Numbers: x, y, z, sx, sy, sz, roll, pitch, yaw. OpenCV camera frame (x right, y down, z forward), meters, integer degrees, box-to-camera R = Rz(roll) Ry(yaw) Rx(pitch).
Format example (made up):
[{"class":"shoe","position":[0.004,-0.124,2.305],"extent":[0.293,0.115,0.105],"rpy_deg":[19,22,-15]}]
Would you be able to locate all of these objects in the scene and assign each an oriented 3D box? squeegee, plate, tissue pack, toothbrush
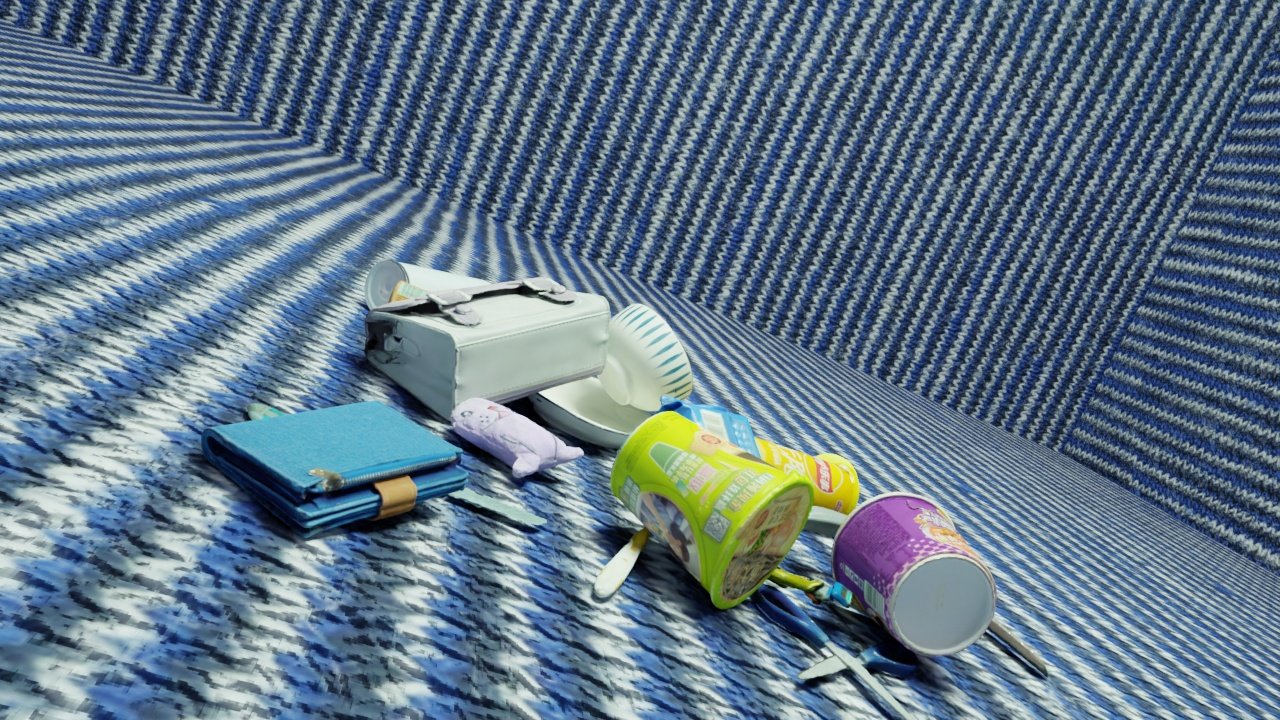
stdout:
[{"class":"squeegee","position":[0.225,0.173,0.847],"extent":[0.249,0.040,0.247],"rpy_deg":[28,7,-30]},{"class":"plate","position":[-0.055,0.053,0.963],"extent":[0.164,0.034,0.164],"rpy_deg":[31,13,39]},{"class":"tissue pack","position":[0.067,0.104,0.806],"extent":[0.094,0.052,0.157],"rpy_deg":[17,46,-42]},{"class":"toothbrush","position":[-0.005,0.140,0.673],"extent":[0.016,0.018,0.191],"rpy_deg":[23,12,10]}]

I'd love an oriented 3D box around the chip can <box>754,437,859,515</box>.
[{"class":"chip can","position":[0.118,0.115,0.932],"extent":[0.213,0.072,0.072],"rpy_deg":[18,11,-24]}]

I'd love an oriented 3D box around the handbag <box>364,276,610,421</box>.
[{"class":"handbag","position":[-0.145,-0.025,0.884],"extent":[0.145,0.098,0.196],"rpy_deg":[17,21,37]}]

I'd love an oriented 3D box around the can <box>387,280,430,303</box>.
[{"class":"can","position":[-0.208,-0.036,1.012],"extent":[0.146,0.058,0.058],"rpy_deg":[21,10,-12]}]

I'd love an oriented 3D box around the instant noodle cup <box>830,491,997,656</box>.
[{"class":"instant noodle cup","position":[0.217,0.170,0.714],"extent":[0.111,0.111,0.099],"rpy_deg":[22,7,-11]}]

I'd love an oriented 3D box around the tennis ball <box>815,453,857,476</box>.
[{"class":"tennis ball","position":[0.213,0.138,1.040],"extent":[0.065,0.065,0.065],"rpy_deg":[23,10,-4]}]

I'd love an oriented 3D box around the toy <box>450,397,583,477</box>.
[{"class":"toy","position":[-0.112,0.064,0.758],"extent":[0.108,0.039,0.083],"rpy_deg":[29,20,25]}]

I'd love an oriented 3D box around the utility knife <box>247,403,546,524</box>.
[{"class":"utility knife","position":[-0.169,0.073,0.639],"extent":[0.223,0.013,0.029],"rpy_deg":[22,12,-6]}]

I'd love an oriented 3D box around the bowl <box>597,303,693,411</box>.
[{"class":"bowl","position":[-0.006,0.006,0.969],"extent":[0.066,0.117,0.116],"rpy_deg":[-31,40,-24]}]

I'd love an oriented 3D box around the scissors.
[{"class":"scissors","position":[0.147,0.208,0.652],"extent":[0.162,0.012,0.173],"rpy_deg":[18,9,-33]}]

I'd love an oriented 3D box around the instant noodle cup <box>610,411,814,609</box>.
[{"class":"instant noodle cup","position":[0.045,0.100,0.677],"extent":[0.123,0.112,0.111],"rpy_deg":[35,14,31]}]

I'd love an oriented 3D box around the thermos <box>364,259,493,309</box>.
[{"class":"thermos","position":[-0.240,-0.076,1.144],"extent":[0.073,0.073,0.224],"rpy_deg":[28,10,27]}]

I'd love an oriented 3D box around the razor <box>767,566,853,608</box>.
[{"class":"razor","position":[0.096,0.157,0.714],"extent":[0.143,0.022,0.042],"rpy_deg":[27,3,14]}]

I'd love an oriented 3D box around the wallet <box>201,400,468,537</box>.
[{"class":"wallet","position":[-0.186,0.062,0.576],"extent":[0.106,0.040,0.132],"rpy_deg":[27,19,27]}]
